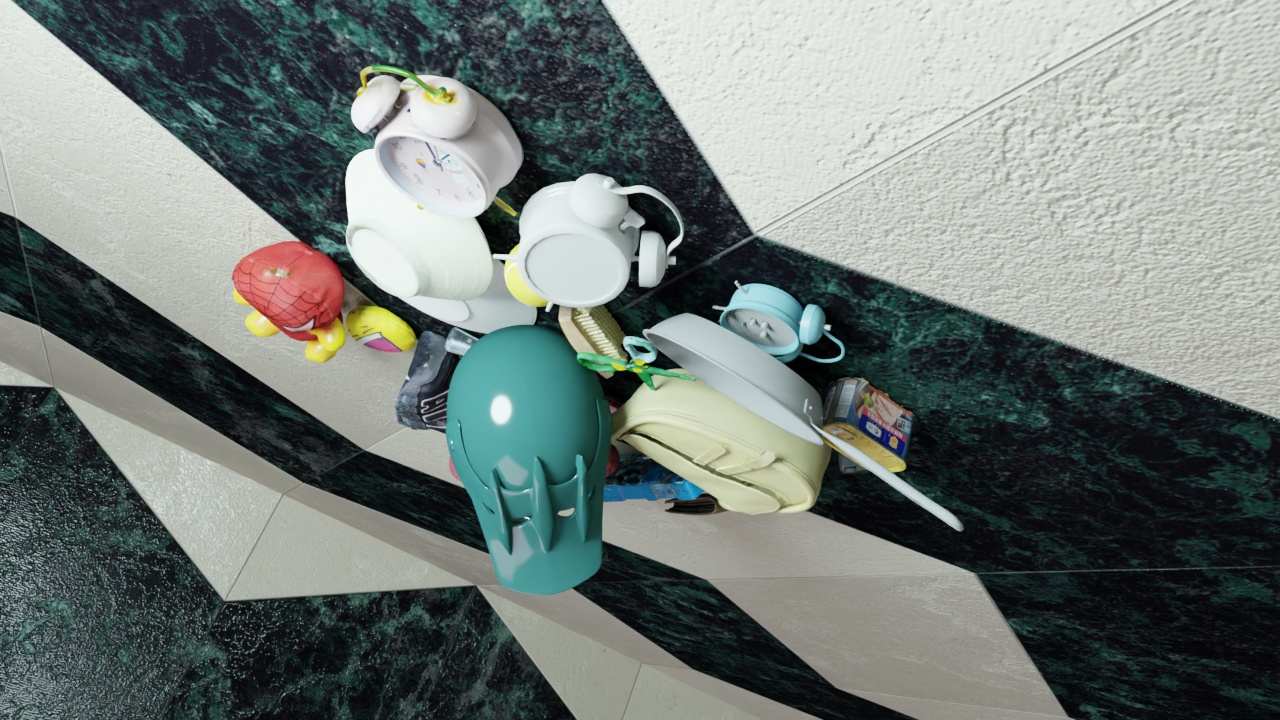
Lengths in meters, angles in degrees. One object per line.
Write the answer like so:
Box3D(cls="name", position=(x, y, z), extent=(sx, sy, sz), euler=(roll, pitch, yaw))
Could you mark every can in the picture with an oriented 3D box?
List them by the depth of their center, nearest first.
Box3D(cls="can", position=(0.226, 0.065, 0.921), extent=(0.099, 0.058, 0.054), euler=(32, 154, -22))

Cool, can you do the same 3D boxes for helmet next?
Box3D(cls="helmet", position=(-0.119, 0.101, 1.011), extent=(0.176, 0.275, 0.200), euler=(-8, -159, -9))

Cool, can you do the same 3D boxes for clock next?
Box3D(cls="clock", position=(-0.166, -0.180, 0.742), extent=(0.117, 0.058, 0.158), euler=(10, 153, 23))
Box3D(cls="clock", position=(-0.038, -0.104, 0.784), extent=(0.160, 0.061, 0.120), euler=(-20, 134, 28))
Box3D(cls="clock", position=(0.129, -0.027, 0.835), extent=(0.123, 0.041, 0.088), euler=(26, 155, -6))

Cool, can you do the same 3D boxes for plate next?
Box3D(cls="plate", position=(-0.228, -0.081, 1.028), extent=(0.229, 0.030, 0.230), euler=(18, 155, 8))

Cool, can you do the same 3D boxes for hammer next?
Box3D(cls="hammer", position=(-0.090, 0.039, 1.154), extent=(0.326, 0.036, 0.141), euler=(24, 154, -6))

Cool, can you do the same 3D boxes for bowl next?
Box3D(cls="bowl", position=(-0.229, -0.111, 0.879), extent=(0.177, 0.057, 0.177), euler=(24, 144, 19))

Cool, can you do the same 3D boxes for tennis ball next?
Box3D(cls="tennis ball", position=(-0.097, -0.084, 0.874), extent=(0.065, 0.065, 0.065), euler=(18, 155, 8))

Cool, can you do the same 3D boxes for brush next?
Box3D(cls="brush", position=(-0.048, -0.032, 0.963), extent=(0.039, 0.049, 0.117), euler=(-12, 144, 22))

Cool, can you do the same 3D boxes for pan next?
Box3D(cls="pan", position=(0.143, 0.046, 0.826), extent=(0.357, 0.050, 0.200), euler=(29, 174, 42))

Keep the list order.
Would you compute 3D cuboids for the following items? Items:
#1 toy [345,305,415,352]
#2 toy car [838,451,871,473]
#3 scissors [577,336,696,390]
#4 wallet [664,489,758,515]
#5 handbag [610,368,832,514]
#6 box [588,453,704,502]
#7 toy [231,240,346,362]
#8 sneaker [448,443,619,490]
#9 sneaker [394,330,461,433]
Box3D(cls="toy", position=(-0.337, -0.039, 1.191), extent=(0.096, 0.041, 0.094), euler=(-11, 144, 46))
Box3D(cls="toy car", position=(0.252, 0.100, 0.997), extent=(0.036, 0.042, 0.092), euler=(6, 165, -33))
Box3D(cls="scissors", position=(-0.002, 0.003, 0.941), extent=(0.125, 0.011, 0.130), euler=(12, 157, -5))
Box3D(cls="wallet", position=(0.105, 0.196, 1.277), extent=(0.098, 0.027, 0.121), euler=(-5, 174, -34))
Box3D(cls="handbag", position=(0.084, 0.102, 1.040), extent=(0.233, 0.088, 0.191), euler=(31, 139, -12))
Box3D(cls="box", position=(0.045, 0.154, 1.268), extent=(0.170, 0.070, 0.244), euler=(-1, 173, -39))
Box3D(cls="toy", position=(-0.424, -0.075, 1.122), extent=(0.147, 0.098, 0.217), euler=(19, 157, -9))
Box3D(cls="sneaker", position=(-0.144, 0.140, 1.243), extent=(0.242, 0.116, 0.091), euler=(-2, 171, 24))
Box3D(cls="sneaker", position=(-0.249, 0.052, 1.253), extent=(0.151, 0.097, 0.253), euler=(20, 157, -9))
